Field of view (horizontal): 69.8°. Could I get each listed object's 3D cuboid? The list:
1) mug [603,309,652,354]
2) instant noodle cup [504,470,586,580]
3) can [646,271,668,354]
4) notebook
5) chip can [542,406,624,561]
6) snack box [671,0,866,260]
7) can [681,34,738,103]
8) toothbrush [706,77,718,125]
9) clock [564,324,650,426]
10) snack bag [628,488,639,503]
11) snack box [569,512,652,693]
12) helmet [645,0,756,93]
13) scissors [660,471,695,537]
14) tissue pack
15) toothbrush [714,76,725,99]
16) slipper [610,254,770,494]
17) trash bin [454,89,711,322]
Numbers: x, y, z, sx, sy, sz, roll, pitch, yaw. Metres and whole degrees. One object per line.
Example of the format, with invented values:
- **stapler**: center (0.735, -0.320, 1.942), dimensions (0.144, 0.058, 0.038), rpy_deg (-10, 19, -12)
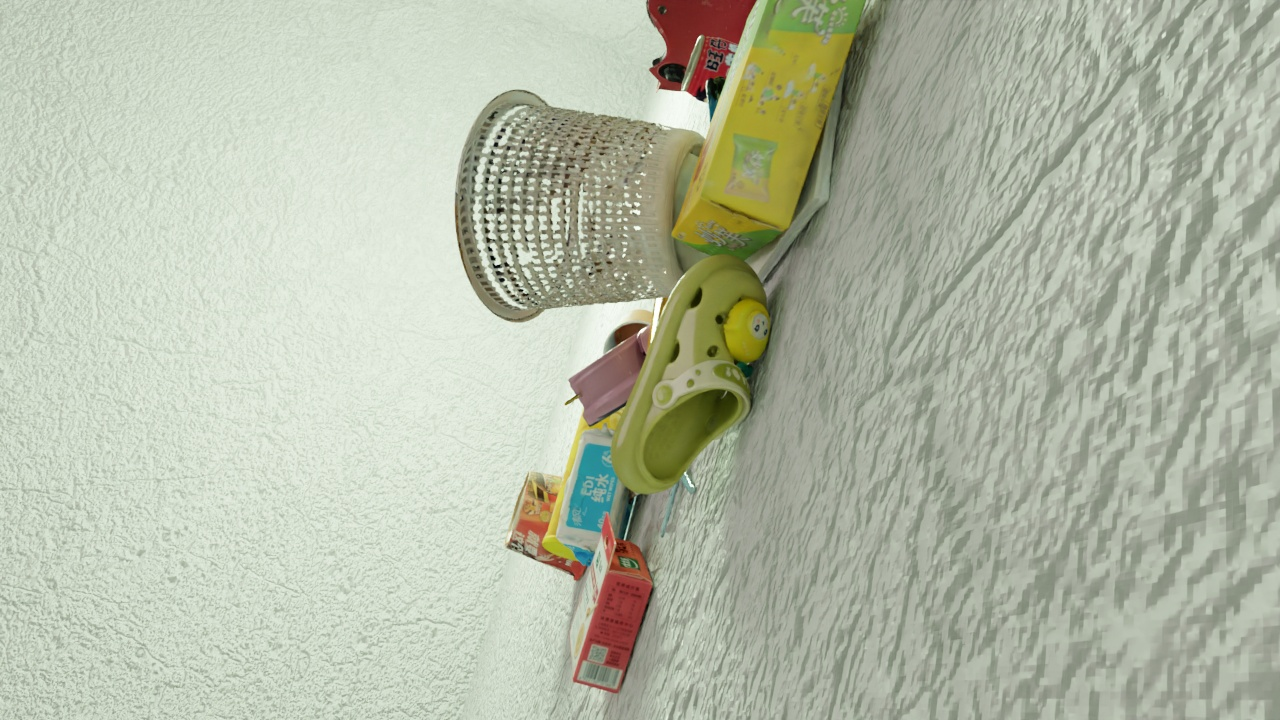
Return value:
- **mug**: center (-0.003, -0.024, 1.131), dimensions (0.122, 0.078, 0.078), rpy_deg (-85, 14, -75)
- **instant noodle cup**: center (-0.116, 0.217, 1.235), dimensions (0.138, 0.108, 0.138), rpy_deg (-164, 92, -82)
- **can**: center (0.040, -0.040, 0.904), dimensions (0.145, 0.058, 0.058), rpy_deg (-82, 12, -51)
- **notebook**: center (0.115, -0.130, 0.763), dimensions (0.210, 0.012, 0.150), rpy_deg (121, 166, -59)
- **chip can**: center (-0.061, 0.143, 1.159), dimensions (0.072, 0.072, 0.212), rpy_deg (123, 165, -63)
- **snack box**: center (0.097, -0.192, 0.711), dimensions (0.158, 0.070, 0.210), rpy_deg (156, 134, -84)
- **can**: center (0.096, -0.296, 0.962), dimensions (0.066, 0.094, 0.066), rpy_deg (-164, 92, -83)
- **toothbrush**: center (0.074, -0.169, 0.841), dimensions (0.016, 0.014, 0.190), rpy_deg (-58, -32, -42)
- **clock**: center (-0.006, 0.006, 0.986), dimensions (0.158, 0.060, 0.117), rpy_deg (-32, 0, 7)
- **snack bag**: center (0.008, 0.102, 0.925), dimensions (0.104, 0.026, 0.048), rpy_deg (117, 177, -50)
- **snack box**: center (-0.025, 0.215, 0.829), dimensions (0.113, 0.044, 0.127), rpy_deg (-137, 64, -82)
- **helmet**: center (0.093, -0.452, 1.197), dimensions (0.240, 0.144, 0.206), rpy_deg (92, -169, -62)
- **scissors**: center (0.036, 0.088, 0.808), dimensions (0.133, 0.017, 0.135), rpy_deg (-131, 61, -76)
- **tissue pack**: center (-0.044, 0.144, 0.973), dimensions (0.090, 0.063, 0.139), rpy_deg (69, -148, -65)
- **toothbrush**: center (0.082, -0.193, 0.868), dimensions (0.186, 0.012, 0.017), rpy_deg (76, -144, -55)
- **slipper**: center (0.050, 0.018, 0.674), dimensions (0.082, 0.091, 0.190), rpy_deg (23, 84, 43)
- **trash bin**: center (-0.035, -0.142, 0.872), dimensions (0.227, 0.192, 0.227), rpy_deg (6, -90, -66)
